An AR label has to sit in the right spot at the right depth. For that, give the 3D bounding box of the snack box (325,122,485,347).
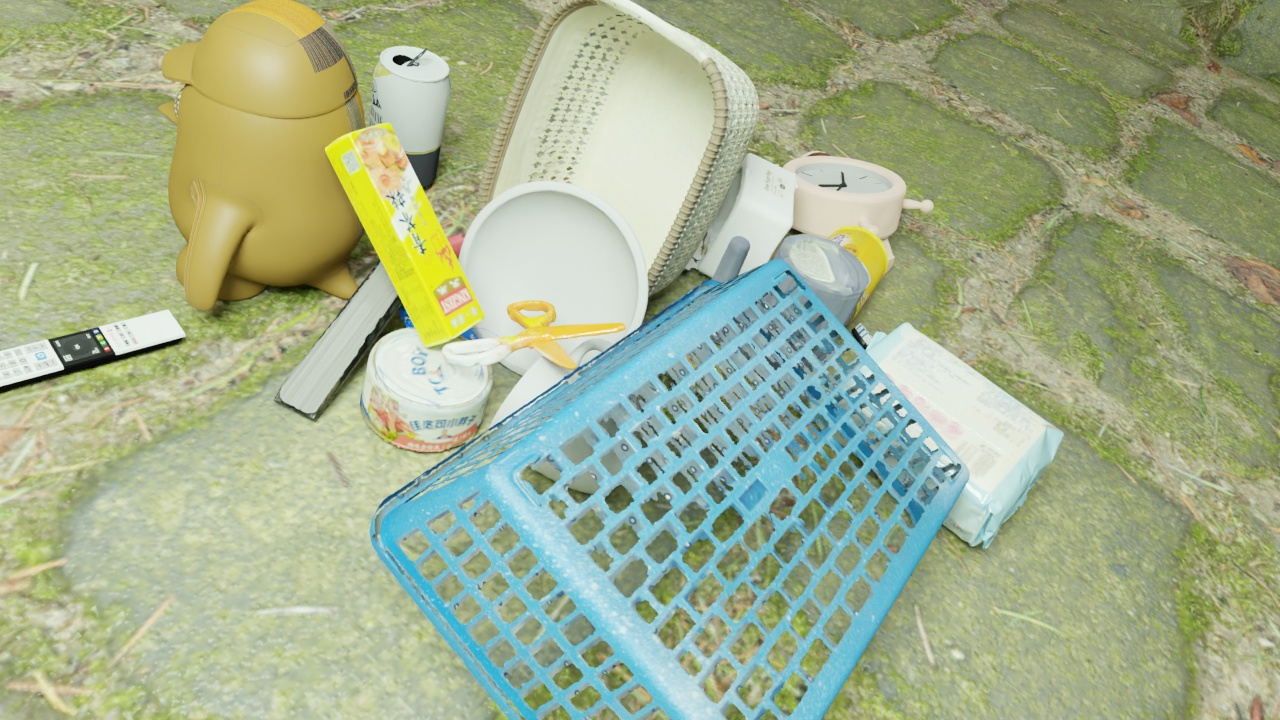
[{"bbox_3d":[-0.157,-0.084,0.621,0.040,0.029,0.148,-41,110,-51],"label":"snack box"}]

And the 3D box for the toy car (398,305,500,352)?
[{"bbox_3d":[-0.131,-0.027,0.674,0.092,0.062,0.033,44,43,5],"label":"toy car"}]

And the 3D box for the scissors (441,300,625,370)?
[{"bbox_3d":[-0.077,-0.014,0.621,0.127,0.011,0.125,-21,28,-22],"label":"scissors"}]

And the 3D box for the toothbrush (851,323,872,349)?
[{"bbox_3d":[0.231,0.028,0.812,0.014,0.014,0.167,32,25,-46],"label":"toothbrush"}]

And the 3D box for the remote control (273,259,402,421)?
[{"bbox_3d":[-0.202,-0.020,0.641,0.033,0.013,0.136,26,64,6],"label":"remote control"}]

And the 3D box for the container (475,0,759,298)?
[{"bbox_3d":[-0.014,-0.161,0.746,0.184,0.247,0.142,38,29,18],"label":"container"}]

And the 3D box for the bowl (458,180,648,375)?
[{"bbox_3d":[-0.062,-0.060,0.694,0.149,0.150,0.043,28,19,8],"label":"bowl"}]

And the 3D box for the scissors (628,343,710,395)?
[{"bbox_3d":[-0.014,0.004,0.731,0.141,0.014,0.173,23,39,8],"label":"scissors"}]

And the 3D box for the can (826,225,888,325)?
[{"bbox_3d":[0.189,-0.079,0.871,0.067,0.068,0.104,32,41,12],"label":"can"}]

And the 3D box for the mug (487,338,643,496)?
[{"bbox_3d":[-0.037,0.036,0.632,0.089,0.071,0.107,36,64,4],"label":"mug"}]

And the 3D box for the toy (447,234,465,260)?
[{"bbox_3d":[-0.161,-0.077,0.722,0.103,0.084,0.046,-20,88,-41],"label":"toy"}]

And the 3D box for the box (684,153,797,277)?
[{"bbox_3d":[0.059,-0.138,0.866,0.137,0.126,0.108,27,38,-7],"label":"box"}]

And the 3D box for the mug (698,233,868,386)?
[{"bbox_3d":[0.116,-0.048,0.777,0.124,0.104,0.083,16,41,-8],"label":"mug"}]

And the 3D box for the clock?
[{"bbox_3d":[0.209,-0.165,0.982,0.160,0.086,0.130,34,41,29],"label":"clock"}]

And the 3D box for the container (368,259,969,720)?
[{"bbox_3d":[0.057,0.085,0.558,0.257,0.089,0.360,49,45,4],"label":"container"}]

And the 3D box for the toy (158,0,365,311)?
[{"bbox_3d":[-0.266,-0.151,0.646,0.162,0.204,0.198,20,40,-1],"label":"toy"}]

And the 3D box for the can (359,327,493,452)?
[{"bbox_3d":[-0.147,0.019,0.634,0.086,0.043,0.086,13,38,-11],"label":"can"}]

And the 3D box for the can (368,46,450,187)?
[{"bbox_3d":[-0.203,-0.214,0.802,0.064,0.128,0.064,12,41,-11],"label":"can"}]

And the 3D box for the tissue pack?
[{"bbox_3d":[0.230,0.053,0.733,0.111,0.070,0.182,-37,63,-28],"label":"tissue pack"}]

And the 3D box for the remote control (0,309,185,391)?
[{"bbox_3d":[-0.362,-0.005,0.591,0.124,0.012,0.028,-22,57,-40],"label":"remote control"}]
